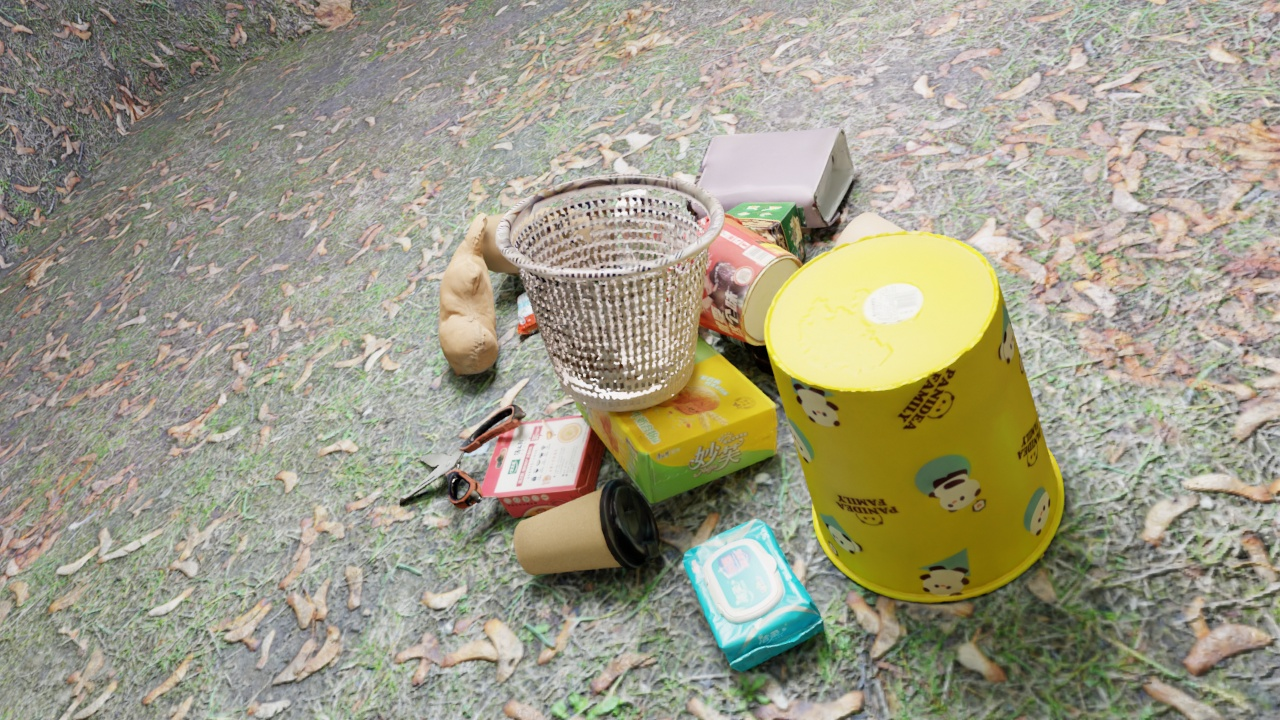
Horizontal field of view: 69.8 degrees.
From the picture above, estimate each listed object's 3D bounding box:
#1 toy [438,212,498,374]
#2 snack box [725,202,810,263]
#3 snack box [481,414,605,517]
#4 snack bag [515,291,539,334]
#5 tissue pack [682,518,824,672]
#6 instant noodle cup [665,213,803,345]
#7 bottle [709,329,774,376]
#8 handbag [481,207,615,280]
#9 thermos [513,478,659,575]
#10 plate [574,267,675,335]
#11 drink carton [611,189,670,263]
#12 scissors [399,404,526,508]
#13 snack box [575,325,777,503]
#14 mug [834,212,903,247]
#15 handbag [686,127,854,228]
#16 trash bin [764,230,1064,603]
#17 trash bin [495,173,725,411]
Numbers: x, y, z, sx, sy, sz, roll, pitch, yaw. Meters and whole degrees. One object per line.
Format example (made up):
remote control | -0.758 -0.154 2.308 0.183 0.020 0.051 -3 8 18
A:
toy | -0.241 -0.092 1.285 0.144 0.082 0.225 -22 69 58
snack box | 0.148 -0.144 1.172 0.118 0.118 0.105 6 38 34
snack box | -0.113 0.124 1.079 0.127 0.044 0.113 -8 44 22
snack bag | -0.163 -0.076 1.340 0.045 0.026 0.105 -30 37 13
tissue pack | 0.102 0.216 0.846 0.093 0.050 0.133 -28 39 0
instant noodle cup | 0.111 -0.086 1.041 0.137 0.138 0.109 -44 48 -18
bottle | 0.160 -0.021 1.075 0.195 0.044 0.079 23 62 45
handbag | -0.141 -0.169 1.344 0.205 0.147 0.099 -2 83 31
thermos | -0.057 0.181 0.956 0.143 0.093 0.092 -19 39 24
plate | 0.002 -0.058 1.188 0.180 0.024 0.179 -14 42 13
drink carton | 0.007 -0.172 1.268 0.046 0.122 0.053 -3 47 30
scissors | -0.219 0.122 1.120 0.189 0.015 0.227 -52 29 -8
snack box | 0.031 0.050 1.019 0.157 0.070 0.210 -19 36 -19
mug | 0.271 -0.100 1.047 0.124 0.084 0.103 -38 51 -17
handbag | 0.177 -0.240 1.258 0.197 0.098 0.144 4 47 33
trash bin | 0.230 0.043 0.795 0.230 0.255 0.229 -17 40 15
trash bin | -0.024 -0.063 0.955 0.227 0.192 0.227 -4 34 2
